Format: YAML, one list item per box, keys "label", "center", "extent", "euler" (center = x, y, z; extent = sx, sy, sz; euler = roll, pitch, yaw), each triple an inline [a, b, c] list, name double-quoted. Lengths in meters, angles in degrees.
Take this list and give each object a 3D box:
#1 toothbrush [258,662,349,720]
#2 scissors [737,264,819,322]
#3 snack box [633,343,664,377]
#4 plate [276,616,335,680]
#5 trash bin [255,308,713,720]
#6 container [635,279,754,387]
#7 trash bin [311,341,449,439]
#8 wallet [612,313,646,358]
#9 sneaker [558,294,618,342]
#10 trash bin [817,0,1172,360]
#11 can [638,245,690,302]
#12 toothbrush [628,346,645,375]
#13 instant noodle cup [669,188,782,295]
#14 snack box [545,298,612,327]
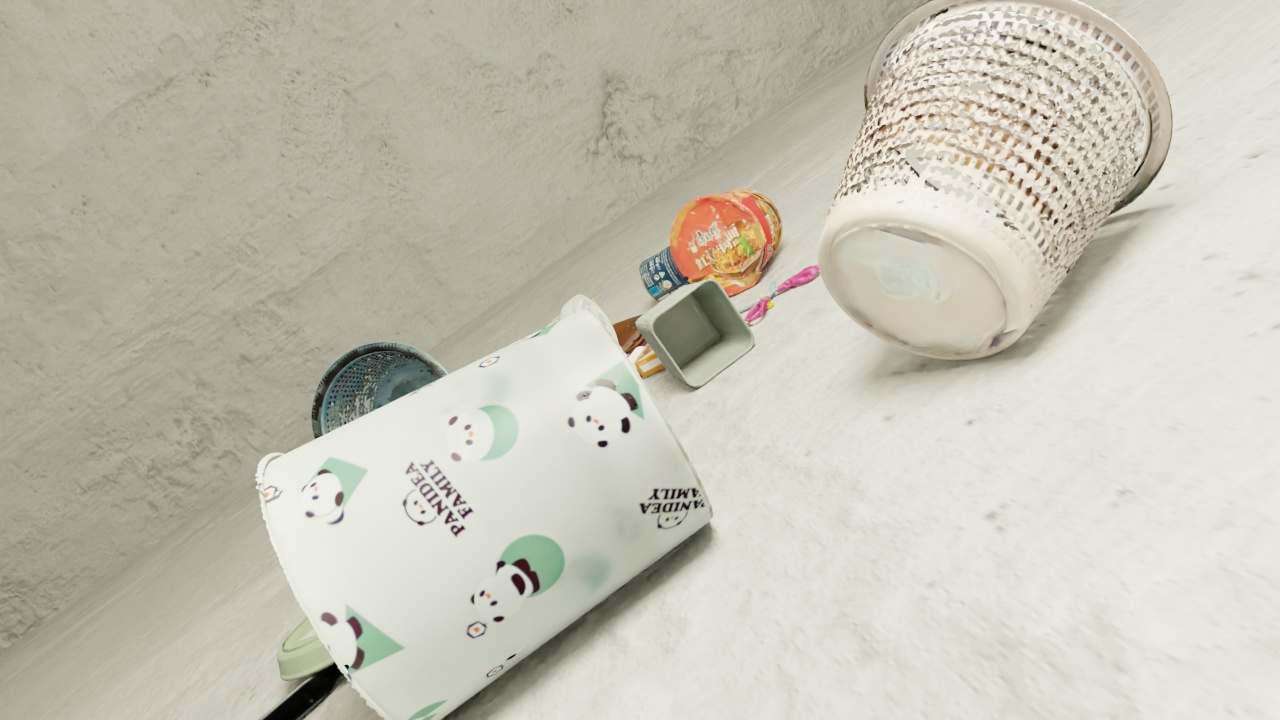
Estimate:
- label: "toothbrush"
  center: [-0.302, 0.305, 0.844]
  extent: [0.212, 0.026, 0.027]
  euler: [-39, -3, -24]
- label: "scissors"
  center: [0.158, -0.080, 1.094]
  extent: [0.136, 0.017, 0.133]
  euler: [-32, 10, 23]
- label: "snack box"
  center: [0.051, -0.036, 1.171]
  extent: [0.075, 0.026, 0.153]
  euler: [-26, 16, 32]
- label: "plate"
  center: [-0.272, 0.241, 0.941]
  extent: [0.230, 0.027, 0.230]
  euler: [-32, 6, 4]
- label: "trash bin"
  center: [-0.101, 0.101, 0.668]
  extent: [0.251, 0.229, 0.229]
  euler: [-31, 13, -6]
- label: "container"
  center: [0.054, -0.032, 1.021]
  extent: [0.090, 0.090, 0.114]
  euler: [-36, 10, -8]
- label: "trash bin"
  center: [-0.367, 0.081, 1.436]
  extent: [0.226, 0.226, 0.195]
  euler: [-34, 1, 4]
- label: "wallet"
  center: [-0.030, -0.023, 1.313]
  extent: [0.101, 0.032, 0.124]
  euler: [-20, 21, 40]
- label: "sneaker"
  center: [-0.092, 0.009, 1.207]
  extent: [0.091, 0.089, 0.241]
  euler: [-41, 25, 28]
- label: "trash bin"
  center: [0.234, -0.117, 0.663]
  extent: [0.228, 0.227, 0.191]
  euler: [-13, 38, 57]
- label: "can"
  center: [0.061, -0.143, 1.412]
  extent: [0.111, 0.075, 0.075]
  euler: [-28, 15, 29]
- label: "toothbrush"
  center: [-0.007, 0.007, 1.162]
  extent: [0.220, 0.027, 0.026]
  euler: [-52, -20, -52]
- label: "instant noodle cup"
  center: [0.122, -0.169, 1.246]
  extent: [0.138, 0.138, 0.108]
  euler: [-25, 8, 36]
- label: "snack box"
  center: [-0.101, -0.028, 1.398]
  extent: [0.095, 0.077, 0.092]
  euler: [-24, 17, 35]
